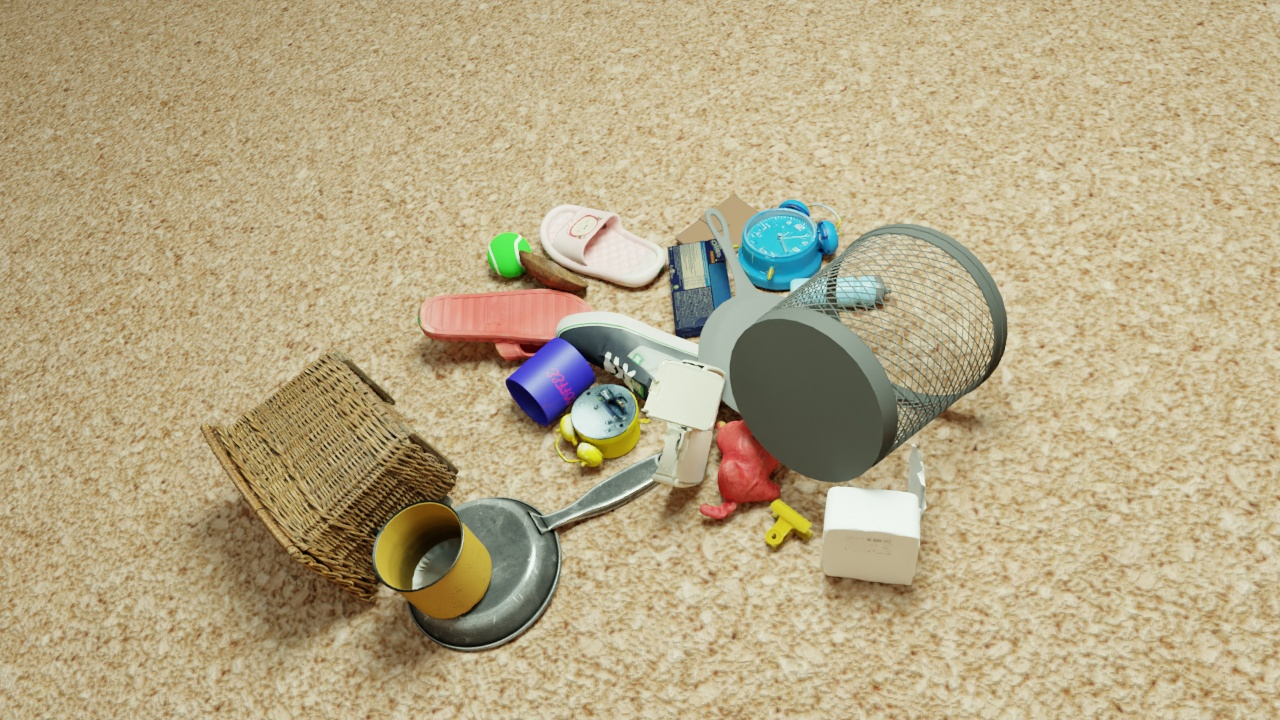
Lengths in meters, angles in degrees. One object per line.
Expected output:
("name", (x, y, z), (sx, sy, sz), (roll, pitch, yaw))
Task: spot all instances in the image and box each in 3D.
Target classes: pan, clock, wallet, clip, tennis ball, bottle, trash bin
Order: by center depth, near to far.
("trash bin", (0.241, -0.006, 0.996), (0.218, 0.218, 0.226), (31, 47, 31))
("clip", (0.161, 0.188, 1.023), (0.054, 0.044, 0.049), (35, 107, 32))
("pan", (-0.111, 0.194, 1.062), (0.356, 0.055, 0.187), (-32, 52, -9))
("clock", (-0.052, 0.082, 1.128), (0.118, 0.057, 0.083), (-31, 52, -14))
("pan", (0.150, -0.061, 1.160), (0.216, 0.024, 0.354), (-11, 62, -18))
("bottle", (0.265, -0.091, 1.213), (0.130, 0.040, 0.040), (-2, 51, 11))
("clock", (0.206, -0.167, 1.276), (0.161, 0.060, 0.117), (-35, 53, -18))
("wallet", (0.122, -0.190, 1.344), (0.120, 0.013, 0.087), (-38, 58, -19))
("tennis ball", (-0.193, -0.155, 1.349), (0.065, 0.065, 0.065), (-6, 50, 7))

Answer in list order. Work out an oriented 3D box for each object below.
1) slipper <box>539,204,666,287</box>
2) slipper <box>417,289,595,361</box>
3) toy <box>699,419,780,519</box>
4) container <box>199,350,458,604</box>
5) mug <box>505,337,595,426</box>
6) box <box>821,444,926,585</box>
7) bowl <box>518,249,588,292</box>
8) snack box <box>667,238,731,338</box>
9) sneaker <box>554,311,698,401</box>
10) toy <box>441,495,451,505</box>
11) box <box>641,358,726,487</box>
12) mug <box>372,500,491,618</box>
("slipper", (-0.060, -0.170, 1.340), (0.222, 0.056, 0.106), (29, 64, 30))
("slipper", (-0.177, -0.045, 1.260), (0.248, 0.059, 0.103), (2, 48, -4))
("toy", (0.112, 0.127, 1.066), (0.133, 0.088, 0.094), (-58, 25, -9))
("container", (-0.352, 0.119, 1.076), (0.183, 0.162, 0.250), (-45, 56, -10))
("mug", (-0.124, 0.025, 1.186), (0.083, 0.079, 0.111), (-43, 27, -22))
("box", (0.257, 0.151, 0.972), (0.121, 0.109, 0.136), (2, 53, 13))
("bowl", (-0.128, -0.120, 1.302), (0.114, 0.101, 0.026), (36, 103, 39))
("snack box", (0.083, -0.100, 1.263), (0.082, 0.027, 0.150), (-7, 56, 5))
("sneaker", (-0.007, 0.006, 1.154), (0.235, 0.084, 0.078), (17, 52, 13))
("toy", (-0.273, 0.152, 1.137), (0.049, 0.030, 0.112), (-47, 55, -7))
("box", (0.060, 0.074, 1.005), (0.070, 0.186, 0.143), (13, 91, 21))
("mug", (-0.228, 0.212, 0.984), (0.124, 0.094, 0.100), (15, 61, 25))
